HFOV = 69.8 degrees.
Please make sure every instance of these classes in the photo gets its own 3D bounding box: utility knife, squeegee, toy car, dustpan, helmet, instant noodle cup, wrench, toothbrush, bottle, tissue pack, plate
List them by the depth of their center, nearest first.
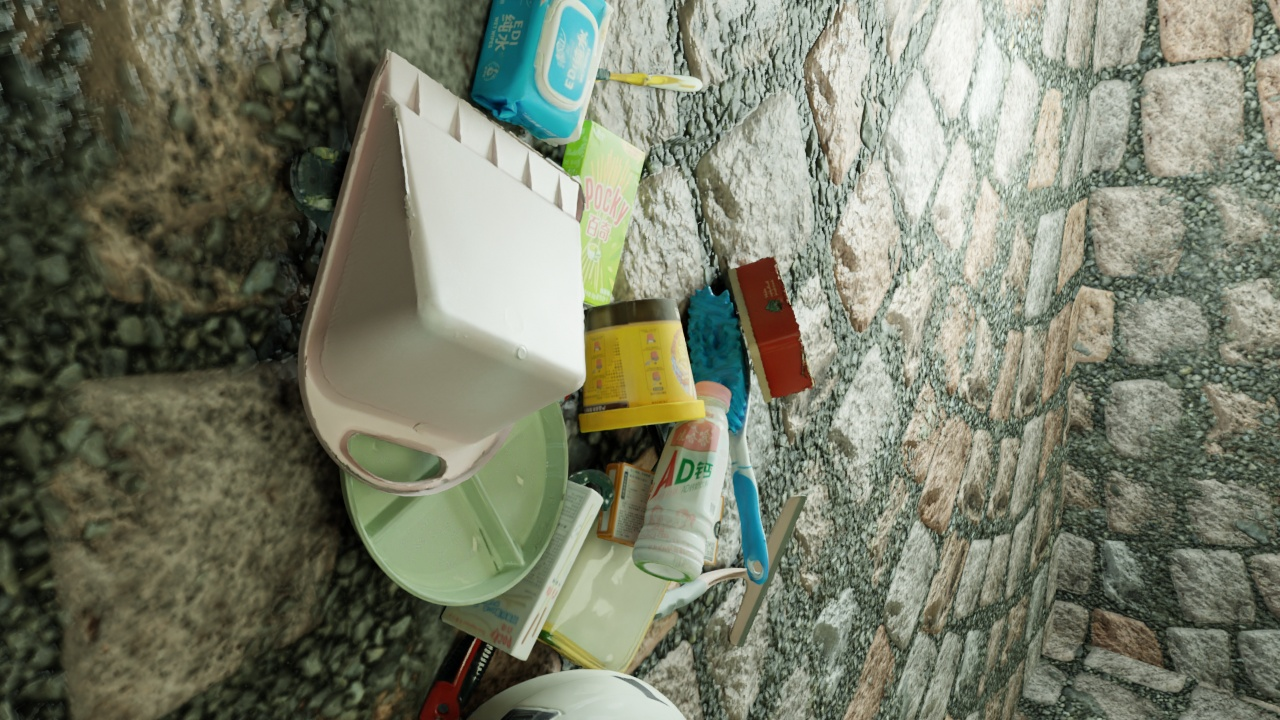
[{"bbox_3d":[-0.201,-0.125,0.636,0.090,0.034,0.043,-12,109,-52],"label":"toy car"},{"bbox_3d":[-0.178,-0.050,0.680,0.209,0.015,0.033,49,49,-35],"label":"utility knife"},{"bbox_3d":[-0.150,-0.050,0.680,0.222,0.139,0.273,30,44,-48],"label":"dustpan"},{"bbox_3d":[-0.144,0.079,0.736,0.229,0.028,0.230,13,73,-50],"label":"plate"},{"bbox_3d":[-0.077,-0.250,0.741,0.090,0.063,0.140,16,87,-54],"label":"tissue pack"},{"bbox_3d":[-0.061,0.362,0.834,0.273,0.231,0.156,16,62,-29],"label":"helmet"},{"bbox_3d":[-0.114,0.212,0.839,0.056,0.016,0.273,36,74,-5],"label":"wrench"},{"bbox_3d":[-0.005,0.005,0.864,0.118,0.119,0.114,-3,84,-53],"label":"instant noodle cup"},{"bbox_3d":[0.008,-0.271,0.886,0.190,0.018,0.016,-15,114,-51],"label":"toothbrush"},{"bbox_3d":[0.049,0.114,0.899,0.068,0.068,0.196,50,50,-48],"label":"bottle"},{"bbox_3d":[0.081,0.281,1.134,0.249,0.040,0.248,-5,121,-47],"label":"squeegee"}]

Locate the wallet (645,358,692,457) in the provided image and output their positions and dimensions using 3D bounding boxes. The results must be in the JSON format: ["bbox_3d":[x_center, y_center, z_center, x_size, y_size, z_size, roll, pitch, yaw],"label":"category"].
[{"bbox_3d":[0.049,0.072,1.046,0.097,0.019,0.121,-50,138,-33],"label":"wallet"}]

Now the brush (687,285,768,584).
[{"bbox_3d":[0.101,0.077,0.995,0.109,0.061,0.314,49,33,-59],"label":"brush"}]

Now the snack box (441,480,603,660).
[{"bbox_3d":[-0.104,0.175,0.814,0.156,0.085,0.027,-64,146,-18],"label":"snack box"}]

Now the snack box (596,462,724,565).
[{"bbox_3d":[0.024,0.158,0.934,0.153,0.026,0.075,24,68,-39],"label":"snack box"}]

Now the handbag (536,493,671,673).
[{"bbox_3d":[-0.056,0.211,0.923,0.178,0.063,0.163,44,64,-33],"label":"handbag"}]

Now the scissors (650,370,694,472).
[{"bbox_3d":[0.018,0.082,0.969,0.170,0.019,0.181,6,81,-45],"label":"scissors"}]

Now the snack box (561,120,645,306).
[{"bbox_3d":[-0.046,-0.133,0.849,0.085,0.026,0.156,16,87,-55],"label":"snack box"}]

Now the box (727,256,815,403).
[{"bbox_3d":[0.153,-0.039,1.030,0.168,0.076,0.091,-96,167,-52],"label":"box"}]

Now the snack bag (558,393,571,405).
[{"bbox_3d":[-0.084,0.004,0.839,0.048,0.026,0.104,-56,139,-41],"label":"snack bag"}]
